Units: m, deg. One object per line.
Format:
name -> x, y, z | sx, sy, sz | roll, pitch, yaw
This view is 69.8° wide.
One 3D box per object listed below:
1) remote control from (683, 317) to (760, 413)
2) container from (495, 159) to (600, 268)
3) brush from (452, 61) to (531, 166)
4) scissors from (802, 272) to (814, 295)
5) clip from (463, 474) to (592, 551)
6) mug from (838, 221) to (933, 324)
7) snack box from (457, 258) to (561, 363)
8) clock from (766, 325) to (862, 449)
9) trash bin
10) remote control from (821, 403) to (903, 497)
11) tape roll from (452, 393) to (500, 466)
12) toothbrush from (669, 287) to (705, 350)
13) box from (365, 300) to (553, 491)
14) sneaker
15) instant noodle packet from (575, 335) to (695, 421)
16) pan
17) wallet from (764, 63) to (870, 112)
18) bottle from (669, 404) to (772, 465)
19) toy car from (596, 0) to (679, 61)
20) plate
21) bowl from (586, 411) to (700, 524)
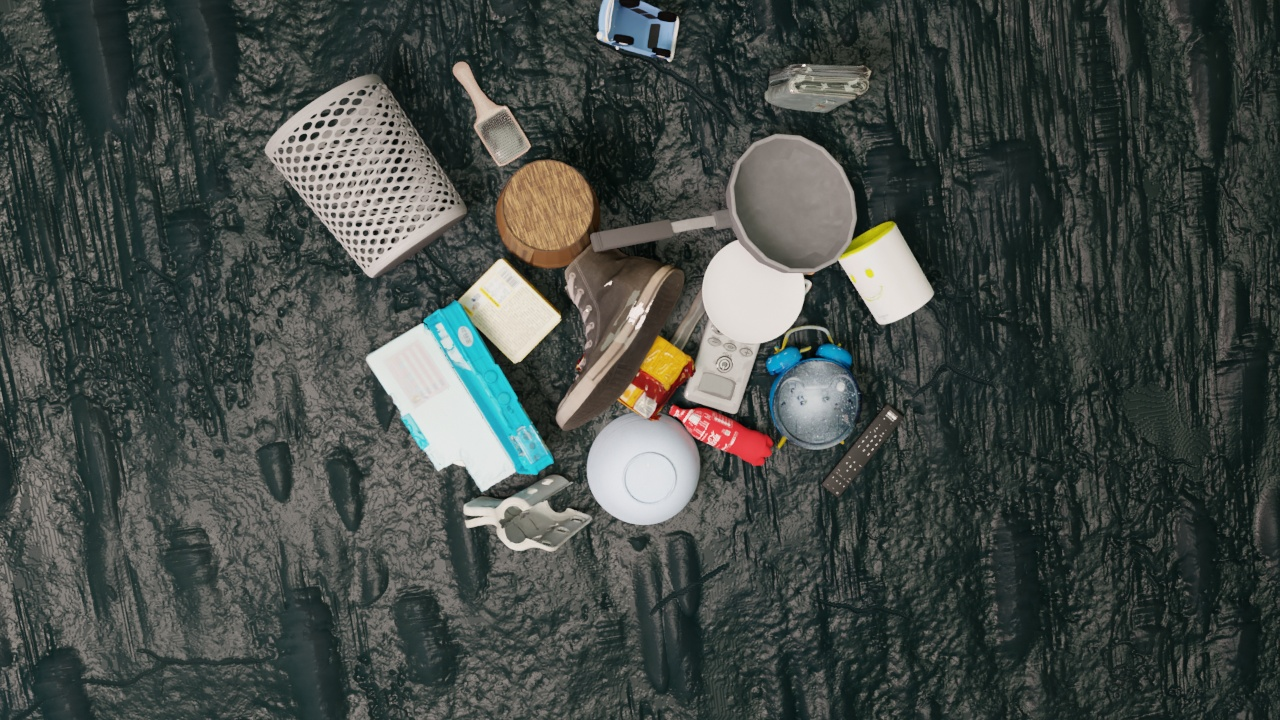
remote control -> 0.113, -0.011, 1.191 | 0.074, 0.019, 0.151 | 18, 94, -7
container -> -0.109, -0.175, 1.081 | 0.132, 0.167, 0.132 | 0, 95, -5
brush -> -0.191, -0.310, 1.138 | 0.050, 0.015, 0.135 | -32, 97, -1
scissors -> 0.164, -0.115, 1.185 | 0.128, 0.013, 0.065 | 7, 95, -13
clip -> -0.145, 0.178, 1.142 | 0.152, 0.126, 0.105 | 17, 101, 17
mug -> 0.311, -0.111, 1.169 | 0.082, 0.082, 0.106 | -33, 98, -2
snack box -> -0.162, -0.062, 1.140 | 0.083, 0.061, 0.106 | -45, 98, 1
clock -> 0.222, 0.035, 1.187 | 0.117, 0.060, 0.161 | -2, 94, -4
trash bin -> -0.312, -0.208, 1.069 | 0.156, 0.156, 0.183 | -36, 100, -1
remote control -> 0.296, 0.120, 1.225 | 0.030, 0.009, 0.140 | 39, 91, -7
tape roll -> -0.220, 0.089, 1.174 | 0.093, 0.013, 0.093 | -1, 96, -6
toothbrush -> 0.078, -0.073, 1.183 | 0.024, 0.022, 0.185 | 30, 90, -43
box -> -0.213, 0.049, 1.136 | 0.172, 0.084, 0.227 | -25, 99, 34
sneaker -> -0.056, -0.033, 1.109 | 0.120, 0.095, 0.235 | 32, 100, 22
instant noodle packet -> -0.007, 0.007, 1.160 | 0.135, 0.039, 0.098 | 34, 94, 11
pan -> 0.104, -0.172, 1.115 | 0.356, 0.041, 0.178 | -14, 86, -23
wallet -> 0.212, -0.334, 1.114 | 0.100, 0.131, 0.054 | -2, 99, -4
bottle -> 0.103, 0.092, 1.189 | 0.141, 0.042, 0.042 | 25, 93, -6
toy car -> -0.006, -0.397, 1.091 | 0.055, 0.153, 0.056 | 17, 105, 30
plate -> 0.144, -0.089, 1.170 | 0.134, 0.011, 0.134 | -1, 96, -10
bowl -> 0.008, 0.143, 1.169 | 0.150, 0.075, 0.150 | 0, 95, -6
